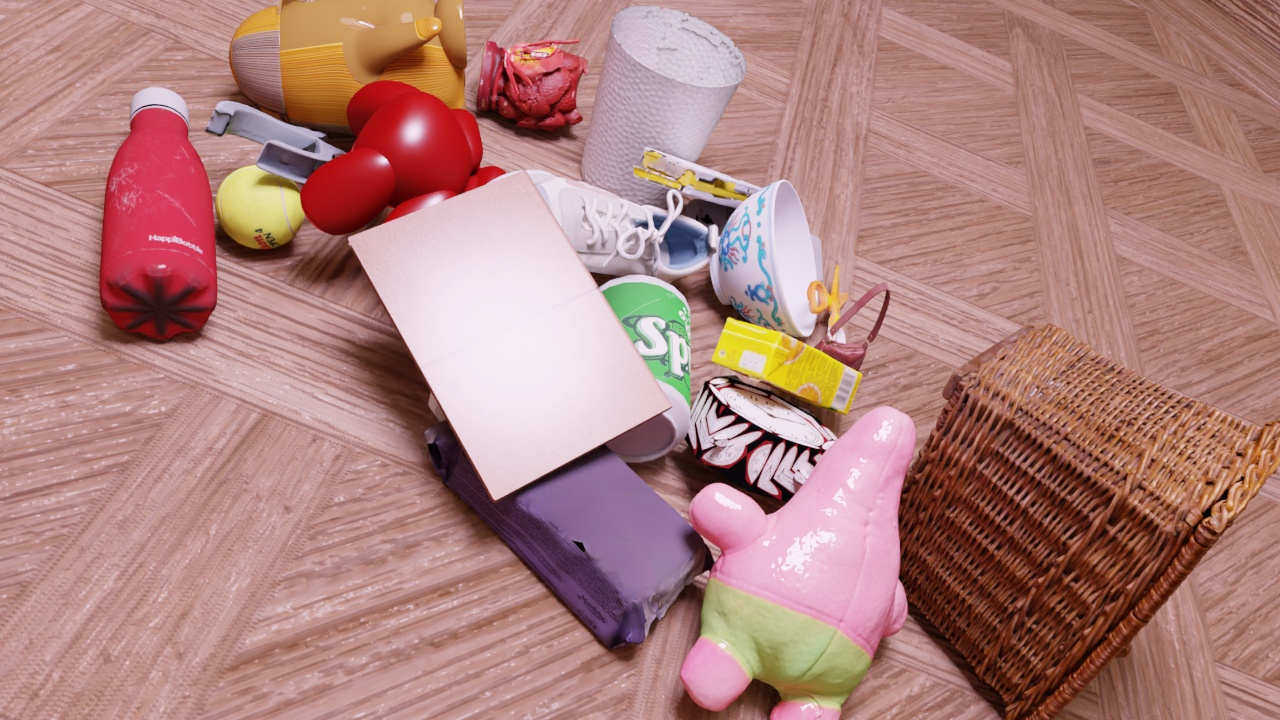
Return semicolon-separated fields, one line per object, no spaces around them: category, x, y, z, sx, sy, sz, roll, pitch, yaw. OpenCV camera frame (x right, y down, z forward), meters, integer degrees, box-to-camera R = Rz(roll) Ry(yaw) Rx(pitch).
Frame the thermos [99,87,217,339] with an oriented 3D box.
thermos;-0.363;-0.125;0.694;0.073;0.073;0.239;-2;50;-25

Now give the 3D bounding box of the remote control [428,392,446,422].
remote control;-0.106;-0.001;0.708;0.024;0.050;0.143;42;46;15

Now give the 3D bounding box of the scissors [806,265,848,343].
scissors;0.191;-0.045;0.893;0.132;0.012;0.097;-26;100;-60

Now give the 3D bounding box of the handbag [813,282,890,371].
handbag;0.187;-0.023;0.807;0.055;0.120;0.029;8;47;-17

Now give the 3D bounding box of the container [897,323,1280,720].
container;0.286;0.109;0.654;0.161;0.251;0.183;-24;52;-38

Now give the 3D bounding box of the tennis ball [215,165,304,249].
tennis ball;-0.299;-0.121;0.723;0.065;0.065;0.065;12;46;-13

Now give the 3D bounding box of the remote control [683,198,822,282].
remote control;0.116;-0.123;0.941;0.151;0.019;0.074;17;45;-8

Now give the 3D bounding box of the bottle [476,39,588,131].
bottle;-0.108;-0.285;0.940;0.111;0.099;0.098;10;46;-9

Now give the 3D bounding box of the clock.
clock;0.091;0.062;0.728;0.114;0.065;0.154;24;15;0

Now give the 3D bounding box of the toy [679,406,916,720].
toy;0.119;0.134;0.616;0.192;0.097;0.236;34;77;-20

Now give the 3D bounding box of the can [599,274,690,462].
can;-0.004;0.004;0.721;0.087;0.088;0.139;14;45;-11

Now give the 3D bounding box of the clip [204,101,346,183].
clip;-0.302;-0.187;0.757;0.127;0.028;0.166;34;10;3

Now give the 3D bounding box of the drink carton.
drink carton;0.121;0.007;0.753;0.059;0.043;0.134;20;-1;43

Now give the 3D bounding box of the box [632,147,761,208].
box;0.063;-0.169;0.874;0.064;0.033;0.209;26;15;23

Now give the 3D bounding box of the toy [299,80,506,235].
toy;-0.159;-0.126;0.748;0.197;0.121;0.158;41;43;-34

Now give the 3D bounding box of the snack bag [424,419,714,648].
snack bag;-0.049;0.096;0.638;0.205;0.059;0.096;41;47;15

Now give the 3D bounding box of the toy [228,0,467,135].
toy;-0.262;-0.276;0.831;0.203;0.199;0.162;-4;93;-11

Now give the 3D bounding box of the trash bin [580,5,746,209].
trash bin;0.012;-0.240;0.902;0.133;0.162;0.133;12;46;-13

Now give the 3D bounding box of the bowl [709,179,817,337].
bowl;0.109;-0.088;0.851;0.074;0.144;0.143;-7;39;24

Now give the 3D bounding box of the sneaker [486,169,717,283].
sneaker;-0.025;-0.111;0.757;0.241;0.091;0.089;5;77;-49

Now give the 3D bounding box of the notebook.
notebook;-0.090;-0.025;0.637;0.141;0.008;0.209;-27;77;-23
